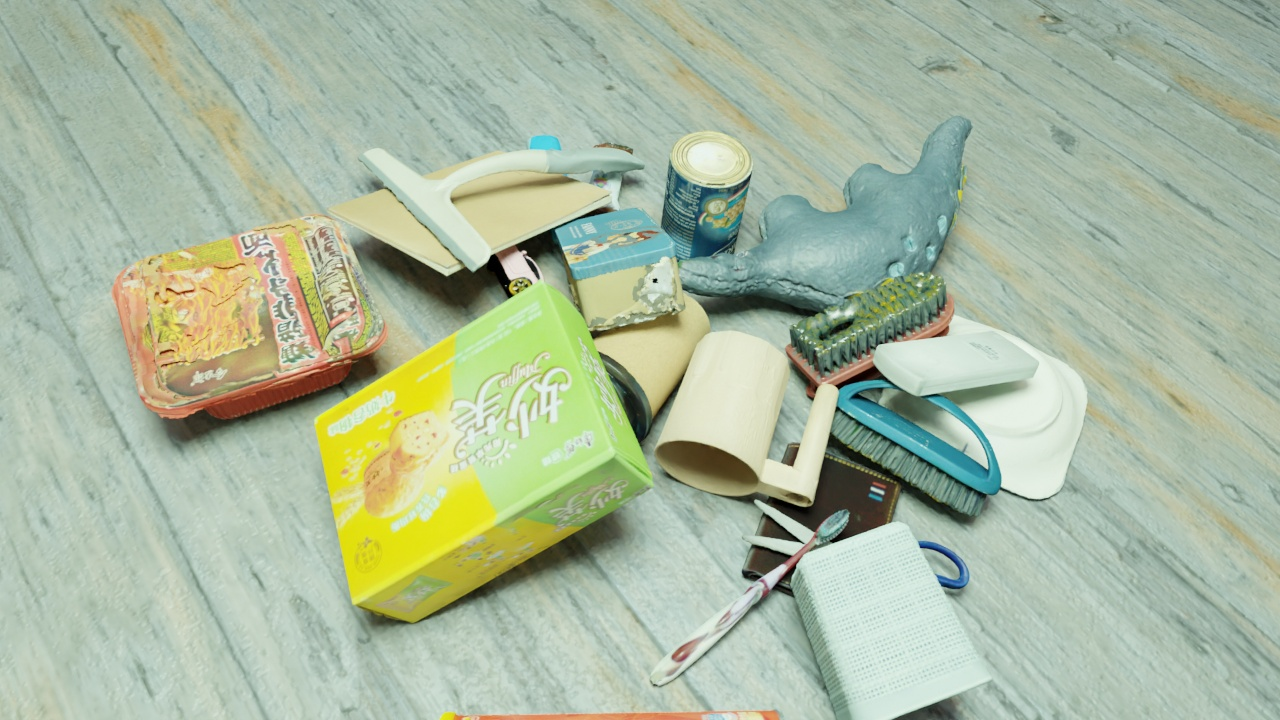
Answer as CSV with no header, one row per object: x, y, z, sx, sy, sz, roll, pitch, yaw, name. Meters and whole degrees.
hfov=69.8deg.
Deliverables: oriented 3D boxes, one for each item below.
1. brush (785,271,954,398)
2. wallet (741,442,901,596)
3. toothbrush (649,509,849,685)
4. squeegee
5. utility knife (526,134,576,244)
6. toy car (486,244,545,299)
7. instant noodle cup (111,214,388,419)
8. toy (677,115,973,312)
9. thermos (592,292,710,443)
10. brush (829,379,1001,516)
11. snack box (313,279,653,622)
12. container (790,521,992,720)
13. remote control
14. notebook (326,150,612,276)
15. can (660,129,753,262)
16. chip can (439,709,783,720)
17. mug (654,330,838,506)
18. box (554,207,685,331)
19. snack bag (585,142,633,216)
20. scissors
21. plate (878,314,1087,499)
0.200,-0.021,0.777,0.145,0.069,0.063,-25,38,-7,brush
0.141,0.129,0.705,0.096,0.020,0.122,20,56,10,wallet
0.080,0.166,0.651,0.187,0.017,0.016,-37,69,-14,toothbrush
-0.097,-0.174,0.838,0.246,0.039,0.246,-17,40,-30,squeegee
-0.084,-0.163,0.904,0.034,0.018,0.166,-15,56,0,utility knife
-0.110,-0.076,0.813,0.037,0.056,0.122,-23,58,-16,toy car
-0.313,-0.028,0.746,0.188,0.079,0.164,-19,57,-19,instant noodle cup
0.194,-0.112,0.835,0.355,0.092,0.138,-27,79,-19,toy
-0.004,0.004,0.747,0.093,0.093,0.142,31,48,17,thermos
0.219,0.060,0.723,0.144,0.074,0.055,33,19,17,brush
-0.116,0.064,0.647,0.210,0.070,0.157,-31,57,9,snack box
0.157,0.176,0.608,0.090,0.090,0.111,-19,66,-5,container
0.254,0.002,0.739,0.135,0.019,0.056,-7,34,-27,remote control
-0.148,-0.142,0.828,0.149,0.012,0.210,26,39,27,notebook
0.059,-0.146,0.844,0.075,0.111,0.075,2,53,-3,can
-0.017,0.253,0.566,0.216,0.073,0.073,1,53,-5,chip can
0.085,0.046,0.712,0.125,0.084,0.103,17,61,8,mug
-0.021,-0.083,0.778,0.089,0.059,0.184,-14,24,-7,box
-0.035,-0.177,0.913,0.045,0.026,0.105,13,54,-6,snack bag
0.158,0.159,0.671,0.169,0.012,0.146,-6,61,-8,scissors
0.299,0.026,0.785,0.164,0.034,0.163,25,55,13,plate
